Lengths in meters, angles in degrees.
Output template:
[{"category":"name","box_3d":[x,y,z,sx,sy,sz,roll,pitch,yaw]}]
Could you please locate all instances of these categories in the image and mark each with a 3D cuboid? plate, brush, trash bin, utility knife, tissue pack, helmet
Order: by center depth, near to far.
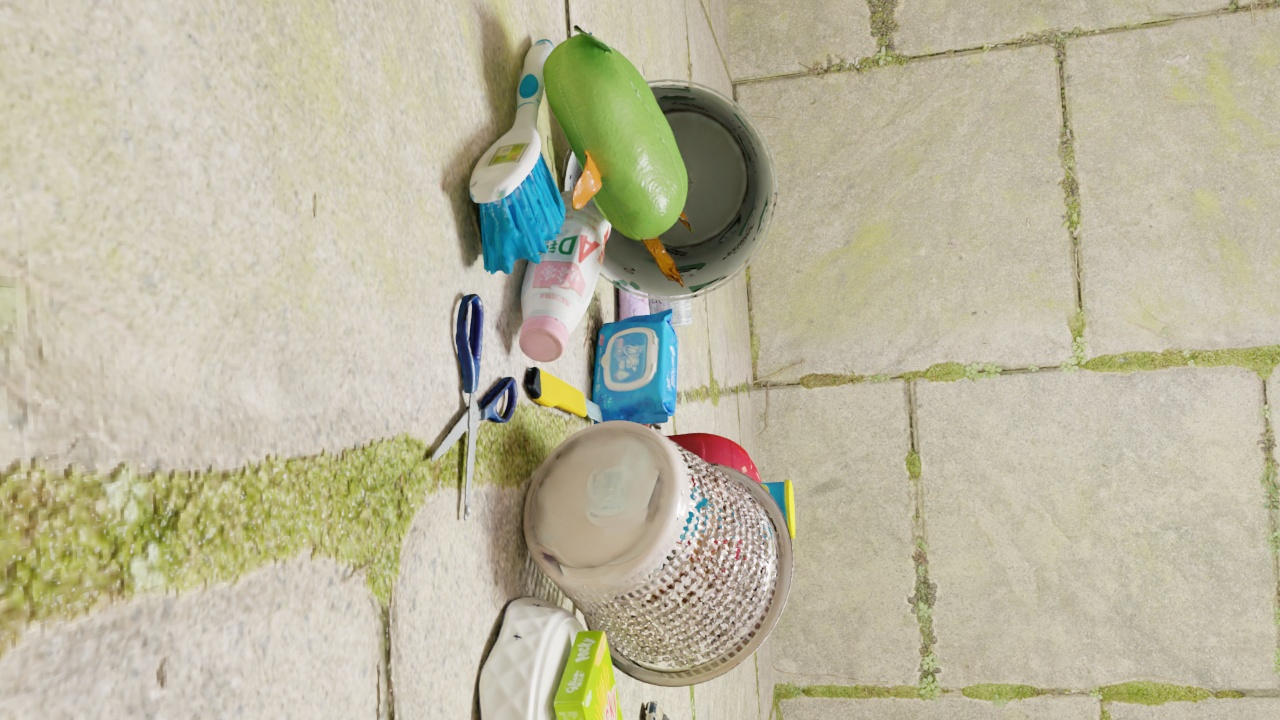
[{"category":"plate","box_3d":[-0.077,0.297,0.752,0.204,0.046,0.205,-3,89,-77]},{"category":"brush","box_3d":[-0.098,-0.193,0.813,0.313,0.060,0.109,-80,158,-57]},{"category":"trash bin","box_3d":[0.003,0.160,0.835,0.192,0.228,0.227,49,36,-49]},{"category":"utility knife","box_3d":[-0.073,0.041,0.923,0.219,0.015,0.033,39,47,-70]},{"category":"tissue pack","box_3d":[-0.006,0.006,1.062,0.052,0.095,0.156,60,27,-51]},{"category":"trash bin","box_3d":[0.041,-0.206,1.081,0.251,0.230,0.230,-68,151,-74]},{"category":"helmet","box_3d":[0.117,0.216,1.365,0.206,0.144,0.240,-87,158,-53]}]

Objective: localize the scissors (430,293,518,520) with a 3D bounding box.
[{"category":"scissors","box_3d":[-0.125,0.032,0.698,0.162,0.012,0.176,10,77,-78]}]

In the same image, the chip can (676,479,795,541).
[{"category":"chip can","box_3d":[0.083,0.187,1.134,0.071,0.210,0.071,-3,89,-77]}]

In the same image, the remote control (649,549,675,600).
[{"category":"remote control","box_3d":[0.036,0.279,1.335,0.149,0.021,0.058,-75,157,-59]}]

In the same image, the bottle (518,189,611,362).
[{"category":"bottle","box_3d":[-0.073,-0.079,0.848,0.196,0.068,0.068,-79,161,-45]}]

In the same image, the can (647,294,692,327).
[{"category":"can","box_3d":[0.037,-0.118,1.259,0.058,0.058,0.147,-29,114,-76]}]

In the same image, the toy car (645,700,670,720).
[{"category":"toy car","box_3d":[0.024,0.479,1.183,0.042,0.035,0.090,-75,155,-59]}]

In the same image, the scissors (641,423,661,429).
[{"category":"scissors","box_3d":[0.006,0.070,1.287,0.225,0.015,0.189,-80,162,-51]}]

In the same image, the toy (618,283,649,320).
[{"category":"toy","box_3d":[-0.010,-0.068,1.199,0.084,0.039,0.108,36,51,-63]}]

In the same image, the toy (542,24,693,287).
[{"category":"toy","box_3d":[-0.015,-0.193,0.852,0.247,0.090,0.226,61,29,-26]}]

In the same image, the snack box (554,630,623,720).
[{"category":"snack box","box_3d":[-0.036,0.314,0.764,0.085,0.026,0.156,-70,152,-65]}]
